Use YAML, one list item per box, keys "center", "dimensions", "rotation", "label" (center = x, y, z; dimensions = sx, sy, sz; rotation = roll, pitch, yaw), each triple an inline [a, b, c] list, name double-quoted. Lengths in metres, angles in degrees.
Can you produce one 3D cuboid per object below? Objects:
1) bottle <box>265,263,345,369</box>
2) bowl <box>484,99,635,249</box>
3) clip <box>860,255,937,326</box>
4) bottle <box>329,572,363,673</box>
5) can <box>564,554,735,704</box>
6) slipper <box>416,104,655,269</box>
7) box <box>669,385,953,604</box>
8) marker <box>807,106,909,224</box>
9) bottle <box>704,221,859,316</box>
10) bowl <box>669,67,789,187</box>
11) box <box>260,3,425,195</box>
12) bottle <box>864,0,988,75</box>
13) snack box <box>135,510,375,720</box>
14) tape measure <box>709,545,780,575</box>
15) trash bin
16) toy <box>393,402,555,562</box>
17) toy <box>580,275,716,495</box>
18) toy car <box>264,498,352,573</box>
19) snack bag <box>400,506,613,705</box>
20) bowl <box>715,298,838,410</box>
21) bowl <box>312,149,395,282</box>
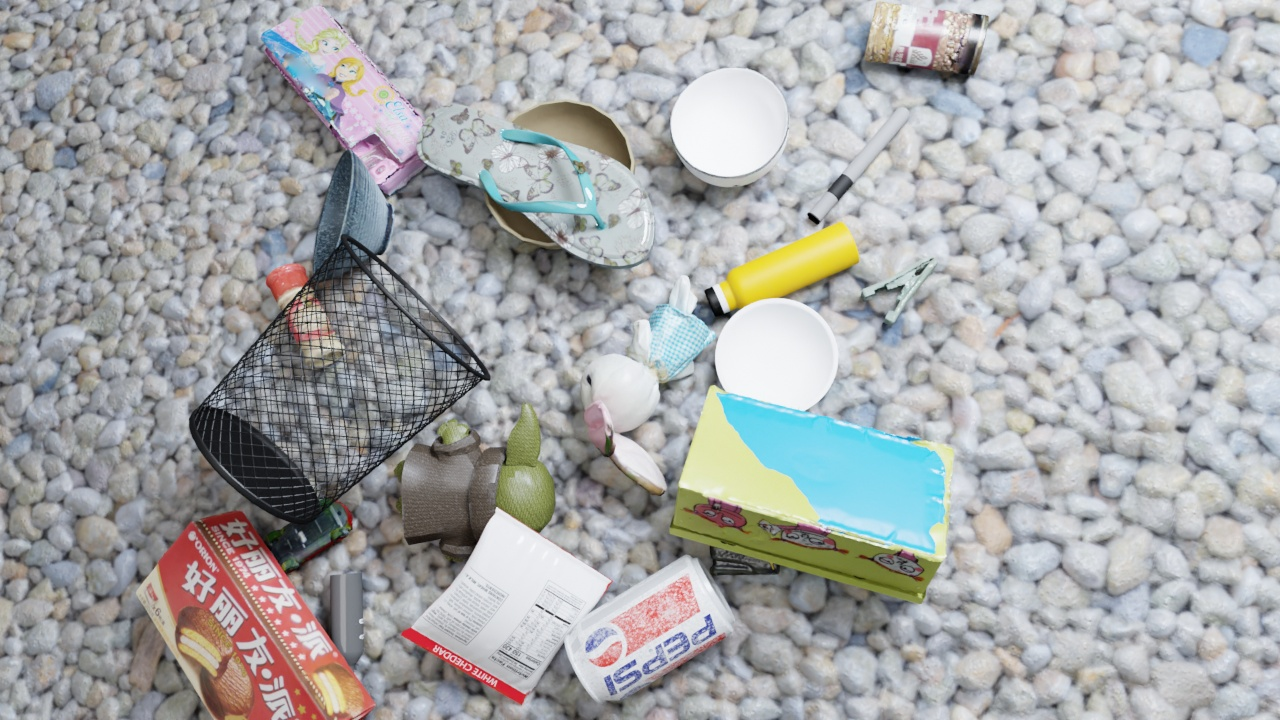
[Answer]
- center: [-0.341, -0.045, 0.935]
  dimensions: [0.044, 0.044, 0.109]
  rotation: [-31, 77, 2]
  label: "bottle"
- center: [-0.078, -0.179, 0.916]
  dimensions: [0.152, 0.050, 0.152]
  rotation: [-2, 78, 9]
  label: "bowl"
- center: [0.247, -0.071, 0.858]
  dimensions: [0.076, 0.023, 0.059]
  rotation: [-41, 77, 1]
  label: "clip"
- center: [-0.278, 0.260, 0.868]
  dimensions: [0.030, 0.030, 0.113]
  rotation: [-7, 78, 7]
  label: "bottle"
- center: [0.008, 0.235, 0.803]
  dimensions: [0.136, 0.078, 0.078]
  rotation: [-32, 75, 1]
  label: "can"
- center: [-0.099, -0.180, 0.866]
  dimensions: [0.269, 0.055, 0.098]
  rotation: [31, 82, 15]
  label: "slipper"
- center: [0.147, 0.112, 0.782]
  dimensions: [0.221, 0.081, 0.124]
  rotation: [14, 50, 7]
  label: "box"
- center: [0.212, -0.190, 0.890]
  dimensions: [0.016, 0.016, 0.140]
  rotation: [40, 87, 14]
  label: "marker"
- center: [0.131, -0.083, 0.867]
  dimensions: [0.144, 0.043, 0.043]
  rotation: [-24, 76, 4]
  label: "bottle"
- center: [0.088, -0.218, 0.892]
  dimensions: [0.113, 0.063, 0.113]
  rotation: [-2, 78, 9]
  label: "bowl"
- center: [-0.310, -0.284, 0.974]
  dimensions: [0.084, 0.053, 0.230]
  rotation: [-41, 75, -1]
  label: "box"
- center: [0.274, -0.311, 0.885]
  dimensions: [0.105, 0.056, 0.056]
  rotation: [13, 81, 11]
  label: "bottle"
- center: [-0.359, 0.266, 0.849]
  dimensions: [0.113, 0.060, 0.236]
  rotation: [-46, 75, 18]
  label: "snack box"
- center: [0.095, 0.161, 0.826]
  dimensions: [0.065, 0.037, 0.064]
  rotation: [-2, 79, 6]
  label: "tape measure"
- center: [-0.278, 0.024, 0.838]
  dimensions: [0.210, 0.184, 0.184]
  rotation: [-44, 75, -1]
  label: "trash bin"
- center: [-0.154, 0.124, 0.851]
  dimensions: [0.153, 0.078, 0.179]
  rotation: [1, 103, 5]
  label: "toy"
- center: [-0.005, 0.005, 0.850]
  dimensions: [0.106, 0.131, 0.205]
  rotation: [11, 67, 32]
  label: "toy"
- center: [-0.321, 0.171, 0.890]
  dimensions: [0.091, 0.036, 0.042]
  rotation: [-35, 75, 1]
  label: "toy car"
- center: [-0.117, 0.223, 0.821]
  dimensions: [0.130, 0.039, 0.144]
  rotation: [36, 94, -14]
  label: "snack bag"
- center: [0.126, 0.001, 0.852]
  dimensions: [0.110, 0.040, 0.109]
  rotation: [-2, 78, 9]
  label: "bowl"
- center: [-0.284, -0.139, 0.928]
  dimensions: [0.057, 0.137, 0.137]
  rotation: [13, 78, -29]
  label: "bowl"
